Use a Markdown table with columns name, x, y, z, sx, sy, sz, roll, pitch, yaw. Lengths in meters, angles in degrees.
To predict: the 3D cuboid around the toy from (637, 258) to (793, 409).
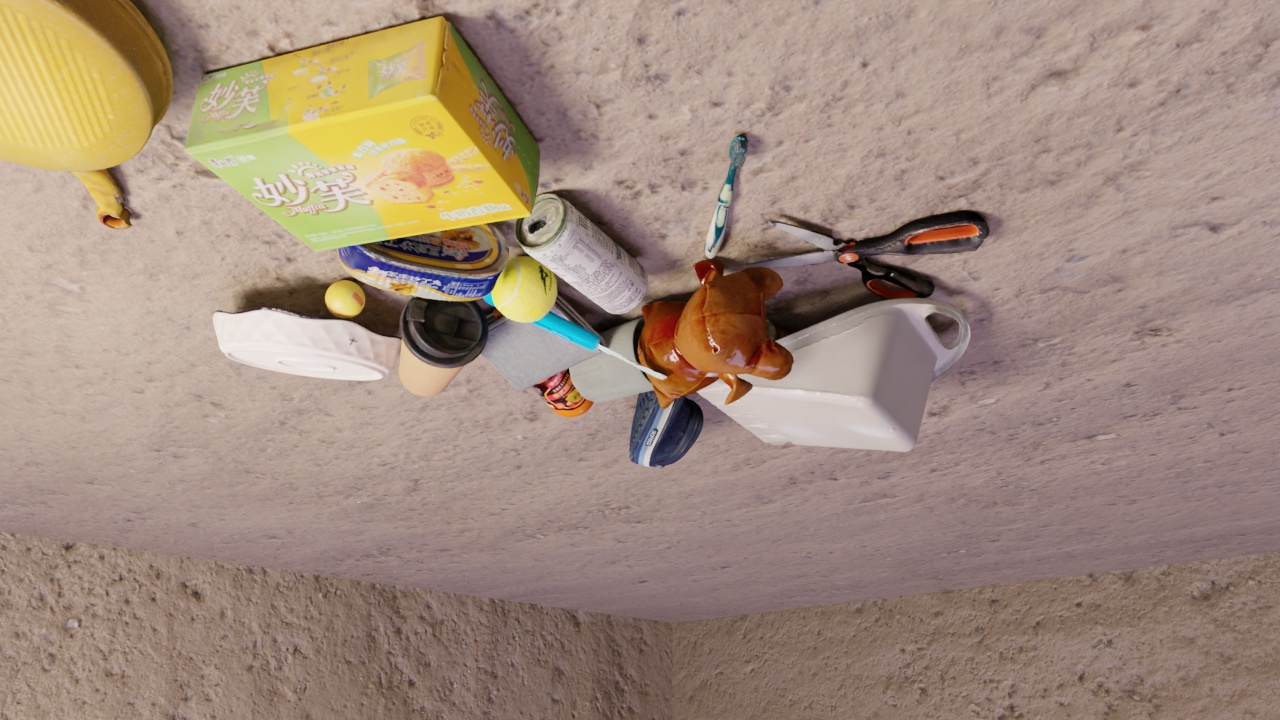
| name | x | y | z | sx | sy | sz | roll | pitch | yaw |
| --- | --- | --- | --- | --- | --- | --- | --- | --- | --- |
| toy | 0.068 | -0.023 | 0.927 | 0.130 | 0.140 | 0.200 | 6 | 161 | -34 |

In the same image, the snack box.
| name | x | y | z | sx | sy | sz | roll | pitch | yaw |
| --- | --- | --- | --- | --- | --- | --- | --- | --- | --- |
| snack box | -0.203 | -0.160 | 0.695 | 0.210 | 0.070 | 0.157 | -7 | 156 | 17 |

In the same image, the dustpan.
| name | x | y | z | sx | sy | sz | roll | pitch | yaw |
| --- | --- | --- | --- | --- | --- | --- | --- | --- | --- |
| dustpan | 0.226 | 0.010 | 1.033 | 0.258 | 0.142 | 0.222 | 5 | 160 | 37 |

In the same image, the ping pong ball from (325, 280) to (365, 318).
| name | x | y | z | sx | sy | sz | roll | pitch | yaw |
| --- | --- | --- | --- | --- | --- | --- | --- | --- | --- |
| ping pong ball | -0.310 | -0.064 | 0.965 | 0.040 | 0.040 | 0.040 | 1 | 157 | 0 |

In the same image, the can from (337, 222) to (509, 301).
| name | x | y | z | sx | sy | sz | roll | pitch | yaw |
| --- | --- | --- | --- | --- | --- | --- | --- | --- | --- |
| can | -0.196 | -0.100 | 0.834 | 0.148 | 0.074 | 0.049 | 10 | 152 | -22 |

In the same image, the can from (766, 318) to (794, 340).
| name | x | y | z | sx | sy | sz | roll | pitch | yaw |
| --- | --- | --- | --- | --- | --- | --- | --- | --- | --- |
| can | 0.176 | -0.002 | 1.066 | 0.147 | 0.057 | 0.058 | 22 | 150 | -40 |

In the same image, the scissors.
| name | x | y | z | sx | sy | sz | roll | pitch | yaw |
| --- | --- | --- | --- | --- | --- | --- | --- | --- | --- |
| scissors | 0.221 | -0.098 | 0.883 | 0.221 | 0.021 | 0.232 | -14 | 153 | 32 |

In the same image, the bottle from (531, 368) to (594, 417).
| name | x | y | z | sx | sy | sz | roll | pitch | yaw |
| --- | --- | --- | --- | --- | --- | --- | --- | --- | --- |
| bottle | -0.112 | 0.016 | 1.128 | 0.067 | 0.066 | 0.149 | -11 | 148 | 26 |

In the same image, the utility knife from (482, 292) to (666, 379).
| name | x | y | z | sx | sy | sz | roll | pitch | yaw |
| --- | --- | --- | --- | --- | --- | --- | --- | --- | --- |
| utility knife | -0.070 | -0.029 | 0.941 | 0.223 | 0.018 | 0.034 | 25 | 161 | 15 |

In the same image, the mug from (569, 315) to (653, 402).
| name | x | y | z | sx | sy | sz | roll | pitch | yaw |
| --- | --- | --- | --- | --- | --- | --- | --- | --- | --- |
| mug | -0.006 | 0.006 | 1.066 | 0.104 | 0.083 | 0.123 | -16 | 154 | 38 |

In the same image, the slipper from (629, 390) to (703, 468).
| name | x | y | z | sx | sy | sz | roll | pitch | yaw |
| --- | --- | --- | --- | --- | --- | --- | --- | --- | --- |
| slipper | 0.034 | 0.092 | 1.232 | 0.095 | 0.105 | 0.253 | 10 | 159 | -1 |

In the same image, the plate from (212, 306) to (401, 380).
| name | x | y | z | sx | sy | sz | roll | pitch | yaw |
| --- | --- | --- | --- | --- | --- | --- | --- | --- | --- |
| plate | -0.372 | -0.014 | 1.029 | 0.205 | 0.045 | 0.205 | 5 | 171 | 1 |

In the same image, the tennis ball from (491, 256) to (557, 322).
| name | x | y | z | sx | sy | sz | roll | pitch | yaw |
| --- | --- | --- | --- | --- | --- | --- | --- | --- | --- |
| tennis ball | -0.115 | -0.071 | 0.908 | 0.065 | 0.065 | 0.065 | 1 | 157 | 0 |

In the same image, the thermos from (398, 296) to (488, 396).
| name | x | y | z | sx | sy | sz | roll | pitch | yaw |
| --- | --- | --- | --- | --- | --- | --- | --- | --- | --- |
| thermos | -0.224 | -0.015 | 1.003 | 0.093 | 0.093 | 0.144 | 10 | 153 | -20 |

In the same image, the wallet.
| name | x | y | z | sx | sy | sz | roll | pitch | yaw |
| --- | --- | --- | --- | --- | --- | --- | --- | --- | --- |
| wallet | -0.119 | -0.027 | 1.025 | 0.130 | 0.036 | 0.106 | -24 | 122 | 33 |

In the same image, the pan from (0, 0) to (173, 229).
| name | x | y | z | sx | sy | sz | roll | pitch | yaw |
| --- | --- | --- | --- | --- | --- | --- | --- | --- | --- |
| pan | -0.444 | -0.182 | 0.690 | 0.197 | 0.078 | 0.358 | 9 | 150 | -11 |

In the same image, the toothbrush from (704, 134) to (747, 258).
| name | x | y | z | sx | sy | sz | roll | pitch | yaw |
| --- | --- | --- | --- | --- | --- | --- | --- | --- | --- |
| toothbrush | 0.074 | -0.135 | 0.808 | 0.016 | 0.018 | 0.192 | 2 | 157 | -3 |

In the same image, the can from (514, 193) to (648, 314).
| name | x | y | z | sx | sy | sz | roll | pitch | yaw |
| --- | --- | --- | --- | --- | --- | --- | --- | --- | --- |
| can | -0.052 | -0.096 | 0.854 | 0.058 | 0.058 | 0.146 | -12 | 154 | 28 |
